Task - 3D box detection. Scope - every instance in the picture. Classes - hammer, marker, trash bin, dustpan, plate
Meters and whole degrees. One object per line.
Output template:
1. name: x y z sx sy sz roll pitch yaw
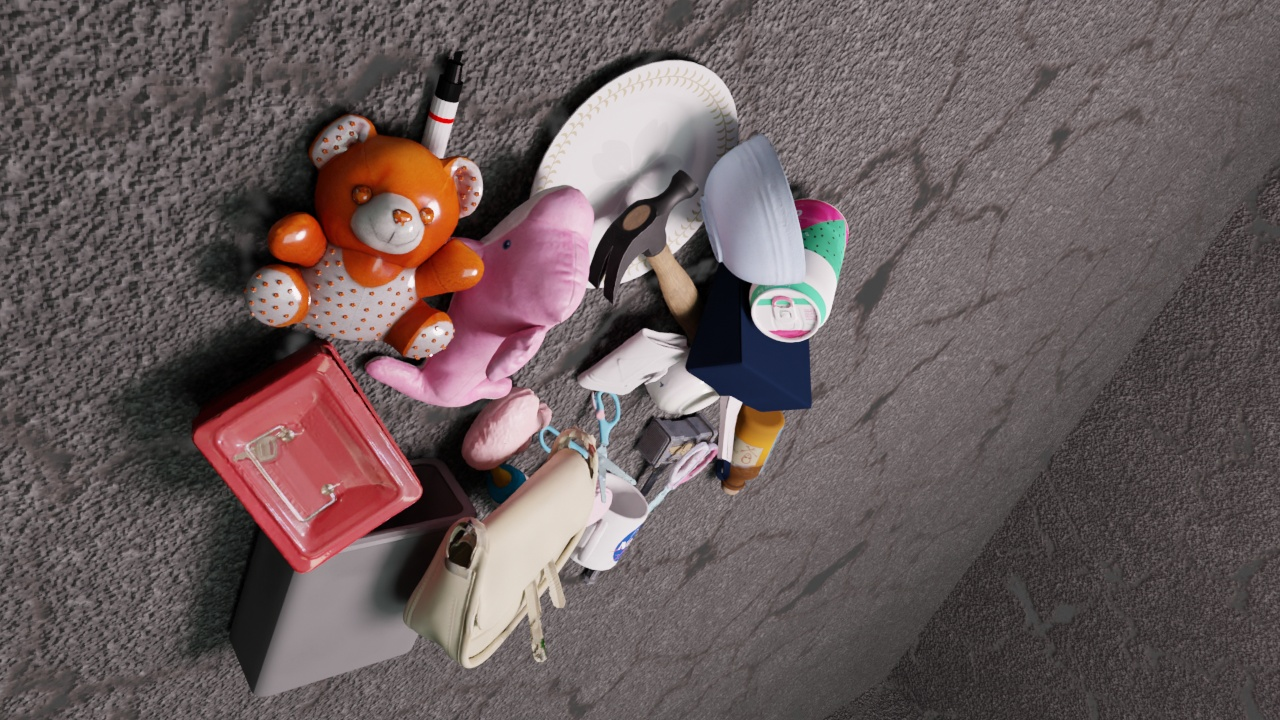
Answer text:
1. hammer: -0.010 0.208 1.287 0.098 0.044 0.323 -3 132 -45
2. marker: -0.160 -0.172 0.714 0.019 0.019 0.146 -7 133 -42
3. hammer: 0.035 -0.075 0.991 0.132 0.040 0.305 -43 153 -4
4. trash bin: -0.298 0.219 0.939 0.191 0.097 0.220 -5 132 -44
5. dustpan: 0.128 0.004 1.092 0.080 0.272 0.236 -8 162 27
6. plate: -0.006 -0.174 0.877 0.242 0.016 0.243 -28 144 -23

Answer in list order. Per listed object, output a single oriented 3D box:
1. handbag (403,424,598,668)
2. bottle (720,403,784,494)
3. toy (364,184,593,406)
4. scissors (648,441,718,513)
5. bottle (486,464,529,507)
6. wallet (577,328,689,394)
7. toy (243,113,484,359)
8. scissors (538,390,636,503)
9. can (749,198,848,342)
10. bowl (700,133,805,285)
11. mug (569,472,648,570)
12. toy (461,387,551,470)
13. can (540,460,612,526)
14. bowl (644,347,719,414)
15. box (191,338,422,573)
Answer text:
1. handbag: -0.115 0.198 0.939 0.228 0.132 0.184 -43 157 -50
2. bottle: 0.154 0.134 1.348 0.067 0.068 0.157 -15 138 -36
3. toy: -0.121 -0.033 0.809 0.186 0.127 0.266 13 130 -41
4. scissors: 0.038 0.170 1.240 0.174 0.017 0.076 -47 153 21
5. bottle: -0.146 0.157 1.070 0.051 0.051 0.146 -36 146 -11
6. wallet: -0.006 0.006 1.028 0.086 0.032 0.116 7 149 -43
7. toy: -0.200 -0.087 0.697 0.163 0.092 0.173 15 114 -28
8. scissors: -0.064 0.101 1.070 0.125 0.136 0.015 -3 174 -16
9. can: 0.177 -0.103 1.020 0.088 0.088 0.165 94 14 -46
10. bowl: 0.103 -0.138 0.901 0.075 0.150 0.151 -17 145 1
11. mug: -0.053 0.213 1.178 0.090 0.091 0.121 -59 179 22
12. toy: -0.139 0.074 0.988 0.108 0.053 0.105 -51 157 11
13. can: -0.081 0.157 1.115 0.067 0.076 0.067 -28 144 -23
14. bowl: 0.062 0.029 1.116 0.105 0.054 0.105 -21 158 -9
15. box: -0.272 0.078 0.755 0.129 0.087 0.158 -34 111 -16
